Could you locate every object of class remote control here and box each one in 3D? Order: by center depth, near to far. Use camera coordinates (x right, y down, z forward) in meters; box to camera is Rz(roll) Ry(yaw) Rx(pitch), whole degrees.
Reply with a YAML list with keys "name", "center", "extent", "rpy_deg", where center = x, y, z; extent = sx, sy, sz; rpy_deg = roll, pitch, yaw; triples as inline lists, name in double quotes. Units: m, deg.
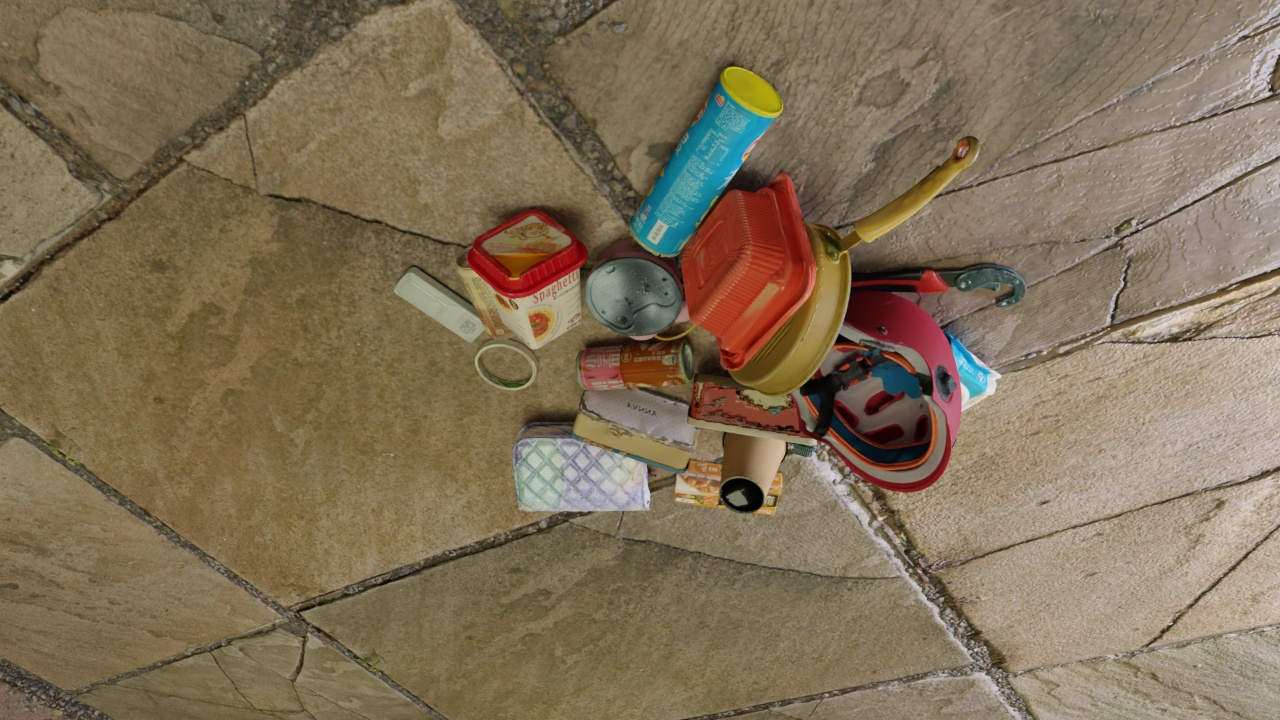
- name: "remote control"
  center: [-0.259, -0.071, 1.197]
  extent: [0.125, 0.024, 0.049]
  rpy_deg: [34, 130, -21]

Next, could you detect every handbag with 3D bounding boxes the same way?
- name: "handbag"
  center: [-0.083, 0.156, 1.325]
  extent: [0.194, 0.075, 0.134]
  rpy_deg: [0, 111, 5]

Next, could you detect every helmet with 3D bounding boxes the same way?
- name: "helmet"
  center: [0.280, 0.020, 1.065]
  extent: [0.240, 0.143, 0.208]
  rpy_deg: [52, 145, -6]

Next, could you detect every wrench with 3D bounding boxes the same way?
- name: "wrench"
  center: [0.310, -0.090, 1.079]
  extent: [0.273, 0.016, 0.056]
  rpy_deg: [2, 132, 8]

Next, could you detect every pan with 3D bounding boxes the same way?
- name: "pan"
  center: [0.207, -0.105, 0.965]
  extent: [0.078, 0.197, 0.359]
  rpy_deg: [16, 134, -23]

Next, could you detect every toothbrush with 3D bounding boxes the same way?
- name: "toothbrush"
  center: [0.151, 0.097, 1.216]
  extent: [0.192, 0.018, 0.016]
  rpy_deg: [16, 178, 43]

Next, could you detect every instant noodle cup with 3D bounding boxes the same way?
- name: "instant noodle cup"
  center: [0.107, -0.100, 0.985]
  extent: [0.079, 0.188, 0.165]
  rpy_deg: [16, 134, -24]
- name: "instant noodle cup"
  center: [-0.125, -0.091, 1.076]
  extent: [0.116, 0.116, 0.124]
  rpy_deg: [39, 152, 36]

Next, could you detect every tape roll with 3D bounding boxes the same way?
- name: "tape roll"
  center: [-0.184, 0.006, 1.260]
  extent: [0.086, 0.013, 0.086]
  rpy_deg: [5, 133, 5]

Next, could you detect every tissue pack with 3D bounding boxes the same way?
- name: "tissue pack"
  center: [0.365, 0.031, 1.146]
  extent: [0.090, 0.063, 0.140]
  rpy_deg: [35, 129, -20]

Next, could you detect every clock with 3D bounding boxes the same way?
- name: "clock"
  center: [0.006, -0.079, 1.116]
  extent: [0.117, 0.059, 0.158]
  rpy_deg: [-26, 121, 29]

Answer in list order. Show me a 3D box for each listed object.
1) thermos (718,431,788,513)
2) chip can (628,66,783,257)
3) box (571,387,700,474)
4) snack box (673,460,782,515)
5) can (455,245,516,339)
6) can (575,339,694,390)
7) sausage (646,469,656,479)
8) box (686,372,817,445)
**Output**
- name: "thermos"
  center: [0.149, 0.140, 1.243]
  extent: [0.093, 0.143, 0.093]
  rpy_deg: [7, 121, 12]
- name: "chip can"
  center: [0.065, -0.206, 0.980]
  extent: [0.071, 0.071, 0.211]
  rpy_deg: [25, 132, -13]
- name: "box"
  center: [0.002, 0.087, 1.249]
  extent: [0.184, 0.089, 0.060]
  rpy_deg: [21, 132, -3]
- name: "snack box"
  center: [0.128, 0.189, 1.362]
  extent: [0.154, 0.026, 0.075]
  rpy_deg: [8, 134, 4]
- name: "can"
  center: [-0.184, -0.086, 1.145]
  extent: [0.058, 0.058, 0.116]
  rpy_deg: [-6, 131, 15]
- name: "can"
  center: [-0.007, 0.007, 1.192]
  extent: [0.147, 0.057, 0.058]
  rpy_deg: [-5, 131, 20]
- name: "sausage"
  center: [-0.053, 0.159, 1.373]
  extent: [0.156, 0.020, 0.020]
  rpy_deg: [12, 133, -1]
- name: "box"
  center: [0.149, 0.053, 1.185]
  extent: [0.168, 0.091, 0.076]
  rpy_deg: [8, 100, 3]
